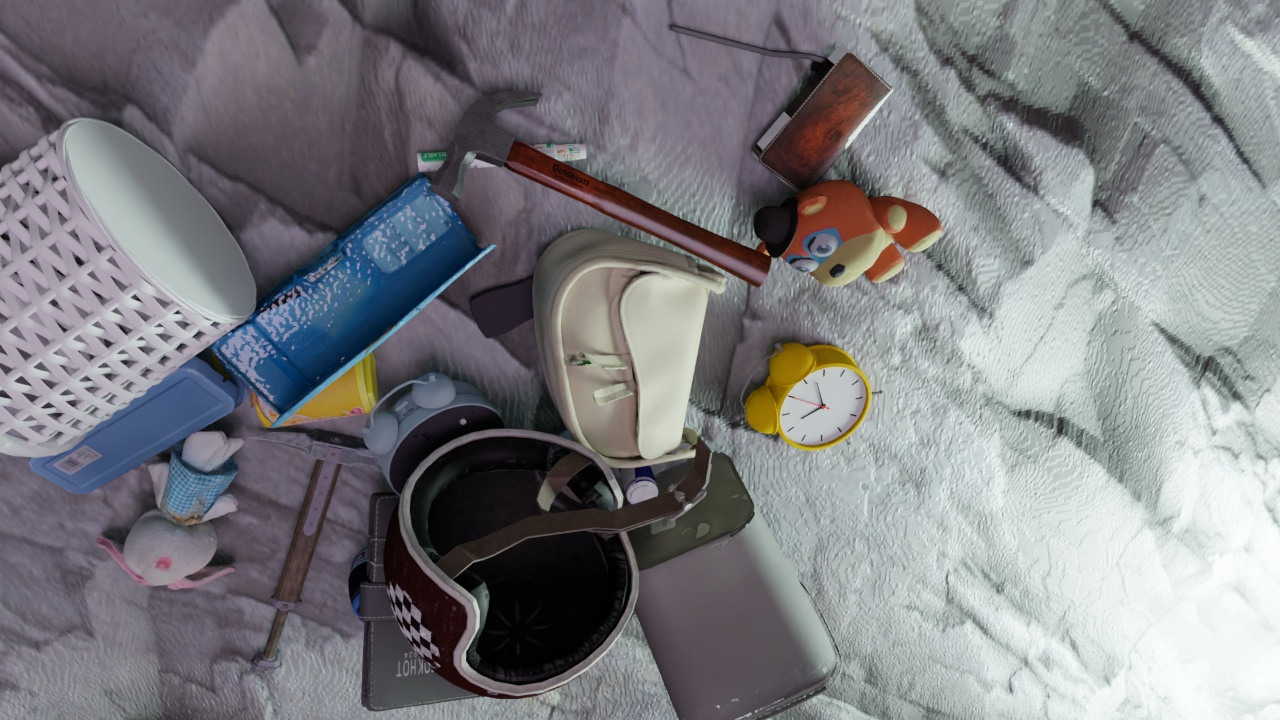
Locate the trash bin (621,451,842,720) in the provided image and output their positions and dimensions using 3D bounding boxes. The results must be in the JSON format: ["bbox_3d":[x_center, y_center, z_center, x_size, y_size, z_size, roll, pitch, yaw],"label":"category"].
[{"bbox_3d":[0.077,0.243,0.990,0.197,0.197,0.220,-24,115,1],"label":"trash bin"}]

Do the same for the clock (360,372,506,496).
[{"bbox_3d":[-0.197,0.071,0.875,0.122,0.045,0.159,-39,142,-5],"label":"clock"}]

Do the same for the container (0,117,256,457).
[{"bbox_3d":[-0.431,-0.054,0.698,0.187,0.189,0.189,-34,121,5],"label":"container"}]

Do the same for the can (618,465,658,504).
[{"bbox_3d":[-0.006,0.111,0.944,0.032,0.095,0.032,-5,120,-9],"label":"can"}]

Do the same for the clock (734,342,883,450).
[{"bbox_3d":[0.177,0.038,0.974,0.151,0.052,0.114,16,114,-25],"label":"clock"}]

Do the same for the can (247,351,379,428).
[{"bbox_3d":[-0.298,0.022,0.842,0.105,0.067,0.068,-9,120,-8],"label":"can"}]

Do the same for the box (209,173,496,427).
[{"bbox_3d":[-0.232,-0.047,0.758,0.231,0.110,0.094,-41,117,-11],"label":"box"}]

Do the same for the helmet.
[{"bbox_3d":[-0.106,0.175,0.829,0.232,0.234,0.254,-38,146,-39],"label":"helmet"}]

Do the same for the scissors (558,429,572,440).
[{"bbox_3d":[-0.024,0.058,0.958,0.108,0.016,0.179,27,108,-26],"label":"scissors"}]

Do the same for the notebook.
[{"bbox_3d":[-0.200,0.238,0.931,0.169,0.030,0.209,4,81,-32],"label":"notebook"}]

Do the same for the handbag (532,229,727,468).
[{"bbox_3d":[-0.005,0.005,0.860,0.184,0.132,0.229,-1,118,-18],"label":"handbag"}]

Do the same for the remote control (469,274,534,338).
[{"bbox_3d":[-0.100,-0.062,0.875,0.124,0.009,0.046,-23,120,-3],"label":"remote control"}]

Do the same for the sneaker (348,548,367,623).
[{"bbox_3d":[-0.214,0.297,0.996,0.241,0.098,0.083,37,106,-28],"label":"sneaker"}]

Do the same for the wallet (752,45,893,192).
[{"bbox_3d":[0.166,-0.217,0.838,0.072,0.019,0.123,26,115,-33],"label":"wallet"}]

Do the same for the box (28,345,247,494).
[{"bbox_3d":[-0.441,0.049,0.817,0.210,0.063,0.069,-26,128,17],"label":"box"}]

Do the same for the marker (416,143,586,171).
[{"bbox_3d":[-0.120,-0.178,0.802,0.145,0.017,0.017,-6,120,-10],"label":"marker"}]

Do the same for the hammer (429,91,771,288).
[{"bbox_3d":[-0.020,-0.136,0.796,0.300,0.028,0.111,23,80,-15],"label":"hammer"}]

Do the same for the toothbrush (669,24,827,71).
[{"bbox_3d":[0.104,-0.274,0.805,0.167,0.012,0.013,8,116,-17],"label":"toothbrush"}]

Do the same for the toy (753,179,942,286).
[{"bbox_3d":[0.188,-0.121,0.864,0.176,0.096,0.112,13,152,-16],"label":"toy"}]

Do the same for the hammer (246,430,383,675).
[{"bbox_3d":[-0.360,0.208,0.954,0.147,0.028,0.317,15,113,-21],"label":"hammer"}]

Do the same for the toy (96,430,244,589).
[{"bbox_3d":[-0.425,0.152,0.864,0.131,0.105,0.206,23,113,-27],"label":"toy"}]
